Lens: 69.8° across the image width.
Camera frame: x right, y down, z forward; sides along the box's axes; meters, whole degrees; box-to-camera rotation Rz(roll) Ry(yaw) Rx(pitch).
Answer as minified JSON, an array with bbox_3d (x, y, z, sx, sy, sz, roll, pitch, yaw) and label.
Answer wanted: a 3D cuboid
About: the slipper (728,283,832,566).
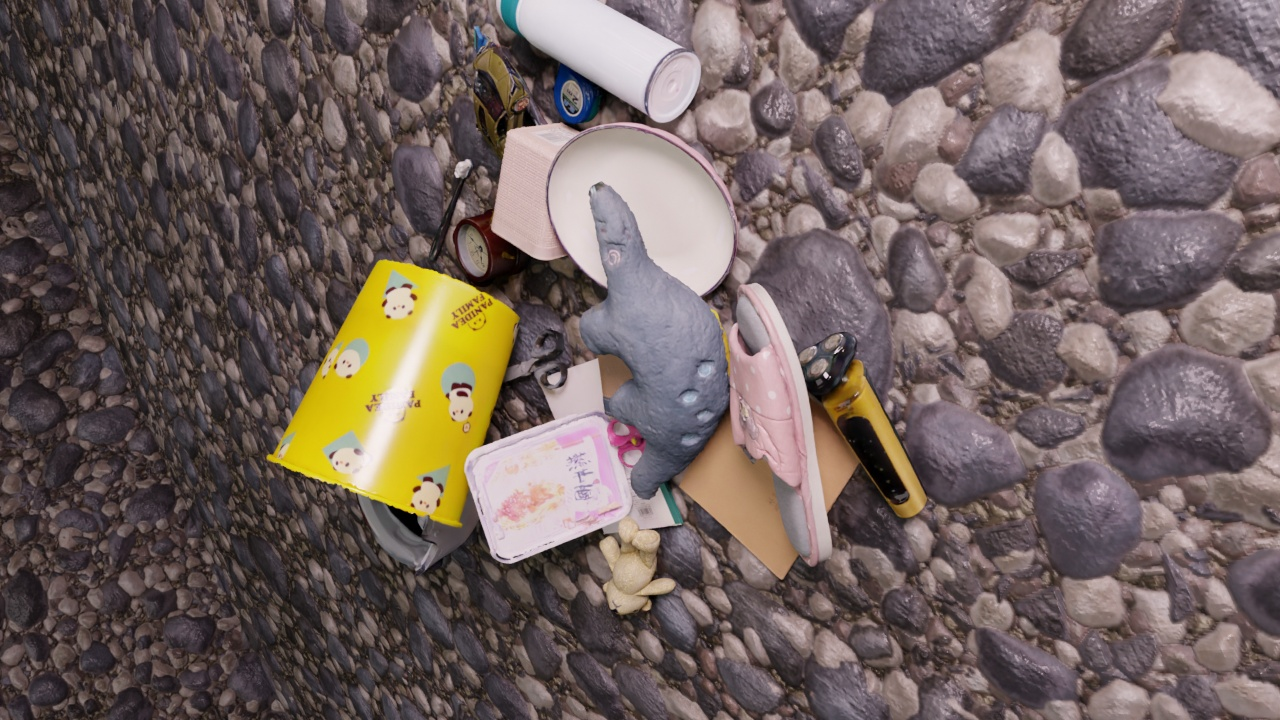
[{"bbox_3d":[0.115,0.063,0.812,0.114,0.054,0.274,-123,16,-68],"label":"slipper"}]

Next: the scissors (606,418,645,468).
[{"bbox_3d":[0.020,0.085,0.995,0.136,0.017,0.064,-14,98,38],"label":"scissors"}]

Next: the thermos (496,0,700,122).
[{"bbox_3d":[-0.046,-0.297,0.850,0.224,0.073,0.073,39,133,28],"label":"thermos"}]

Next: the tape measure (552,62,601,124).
[{"bbox_3d":[-0.062,-0.264,0.912,0.058,0.025,0.055,50,139,22],"label":"tape measure"}]

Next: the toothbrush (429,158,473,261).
[{"bbox_3d":[-0.242,-0.184,1.150,0.015,0.018,0.182,49,139,13],"label":"toothbrush"}]

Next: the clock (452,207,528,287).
[{"bbox_3d":[-0.182,-0.132,1.081,0.122,0.055,0.082,-17,96,51],"label":"clock"}]

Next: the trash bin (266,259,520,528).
[{"bbox_3d":[-0.269,0.037,1.068,0.230,0.229,0.255,9,74,44],"label":"trash bin"}]

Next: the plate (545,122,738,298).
[{"bbox_3d":[0.004,-0.139,0.858,0.192,0.038,0.193,16,135,17],"label":"plate"}]

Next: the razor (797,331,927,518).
[{"bbox_3d":[0.190,0.058,0.778,0.062,0.067,0.167,-29,94,35],"label":"razor"}]

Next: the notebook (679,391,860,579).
[{"bbox_3d":[0.125,0.105,0.907,0.149,0.012,0.212,42,134,23],"label":"notebook"}]

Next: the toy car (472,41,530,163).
[{"bbox_3d":[-0.149,-0.267,0.961,0.070,0.042,0.158,53,161,13],"label":"toy car"}]

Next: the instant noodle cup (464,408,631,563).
[{"bbox_3d":[-0.109,0.137,1.047,0.060,0.173,0.138,15,122,66],"label":"instant noodle cup"}]

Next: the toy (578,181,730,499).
[{"bbox_3d":[0.020,0.001,0.879,0.138,0.091,0.357,9,125,32],"label":"toy"}]

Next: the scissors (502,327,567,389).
[{"bbox_3d":[-0.141,0.017,1.126,0.142,0.014,0.174,55,131,32],"label":"scissors"}]

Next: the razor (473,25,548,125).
[{"bbox_3d":[-0.131,-0.292,0.974,0.142,0.022,0.043,55,167,7],"label":"razor"}]

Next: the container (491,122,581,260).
[{"bbox_3d":[-0.090,-0.176,0.939,0.090,0.089,0.111,34,127,32],"label":"container"}]

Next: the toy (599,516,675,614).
[{"bbox_3d":[-0.009,0.243,1.074,0.105,0.066,0.158,24,135,16],"label":"toy"}]

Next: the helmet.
[{"bbox_3d":[-0.303,0.168,1.290,0.229,0.145,0.259,53,146,16],"label":"helmet"}]

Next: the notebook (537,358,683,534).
[{"bbox_3d":[-0.038,0.103,1.076,0.151,0.012,0.209,-19,95,49],"label":"notebook"}]

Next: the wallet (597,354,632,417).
[{"bbox_3d":[-0.006,0.006,0.972,0.090,0.033,0.115,1,110,30],"label":"wallet"}]
